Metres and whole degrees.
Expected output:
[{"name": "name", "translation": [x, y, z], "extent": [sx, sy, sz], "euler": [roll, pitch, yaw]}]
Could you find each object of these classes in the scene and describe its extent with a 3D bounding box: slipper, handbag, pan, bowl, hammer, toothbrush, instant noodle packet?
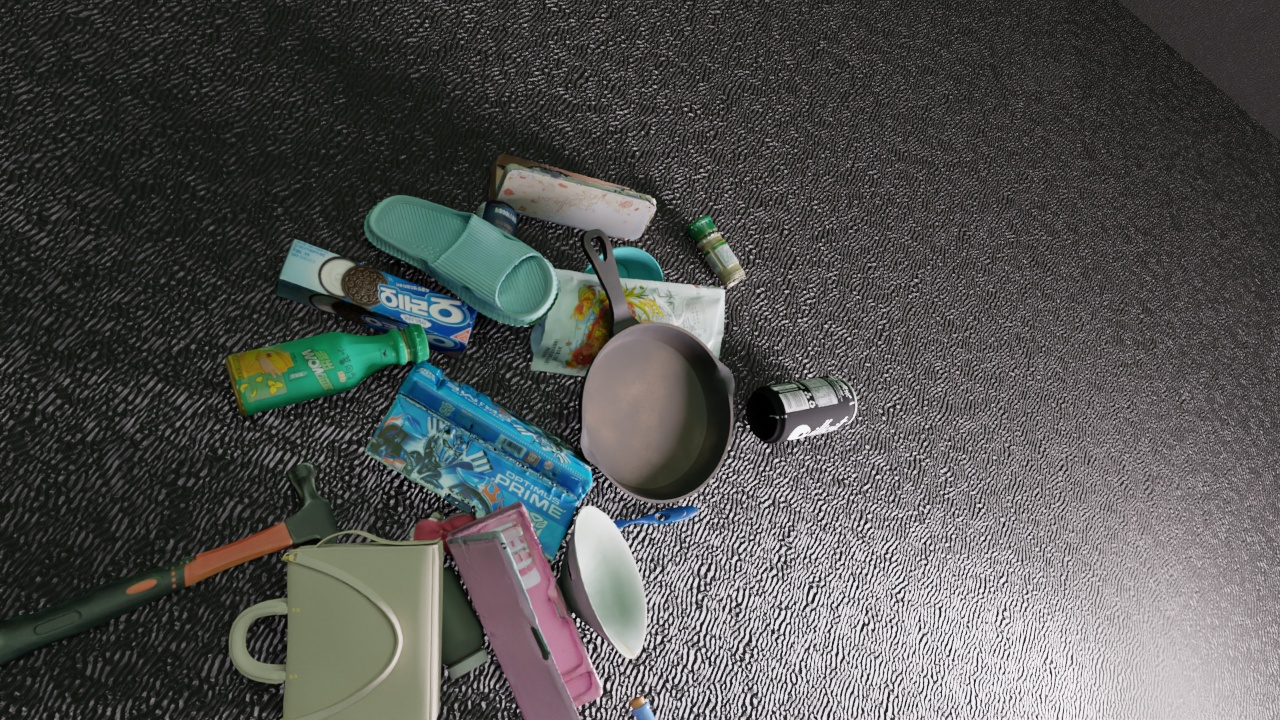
[{"name": "slipper", "translation": [-0.218, -0.137, 1.107], "extent": [0.276, 0.070, 0.115], "euler": [27, 58, 13]}, {"name": "handbag", "translation": [-0.296, 0.265, 0.893], "extent": [0.198, 0.101, 0.194], "euler": [0, 83, -7]}, {"name": "pan", "translation": [-0.007, 0.007, 1.164], "extent": [0.248, 0.043, 0.356], "euler": [-25, 97, -32]}, {"name": "bowl", "translation": [-0.033, -0.102, 1.239], "extent": [0.121, 0.121, 0.046], "euler": [8, 21, -25]}, {"name": "hammer", "translation": [-0.460, 0.214, 0.891], "extent": [0.332, 0.033, 0.133], "euler": [-19, 78, -32]}, {"name": "bowl", "translation": [-0.059, 0.260, 1.052], "extent": [0.174, 0.068, 0.173], "euler": [58, 19, -33]}, {"name": "toothbrush", "translation": [0.017, 0.200, 1.160], "extent": [0.132, 0.016, 0.021], "euler": [-4, 70, -32]}, {"name": "instant noodle packet", "translation": [-0.009, -0.039, 1.213], "extent": [0.268, 0.057, 0.147], "euler": [6, 96, -24]}]

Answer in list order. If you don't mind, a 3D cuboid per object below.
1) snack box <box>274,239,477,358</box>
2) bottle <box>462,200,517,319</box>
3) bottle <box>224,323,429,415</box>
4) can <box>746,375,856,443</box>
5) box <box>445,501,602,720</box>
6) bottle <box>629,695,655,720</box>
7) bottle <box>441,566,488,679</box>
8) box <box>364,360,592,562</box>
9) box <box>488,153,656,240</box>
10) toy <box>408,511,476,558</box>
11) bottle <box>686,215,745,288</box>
[{"name": "snack box", "translation": [-0.310, -0.070, 1.085], "extent": [0.226, 0.059, 0.059], "euler": [21, 62, -19]}, {"name": "bottle", "translation": [-0.195, -0.130, 1.175], "extent": [0.056, 0.056, 0.160], "euler": [18, 61, -20]}, {"name": "bottle", "translation": [-0.340, 0.003, 1.011], "extent": [0.209, 0.068, 0.068], "euler": [-15, 75, -24]}, {"name": "can", "translation": [0.227, 0.068, 1.292], "extent": [0.145, 0.080, 0.080], "euler": [-8, 71, -31]}, {"name": "box", "translation": [-0.118, 0.275, 0.952], "extent": [0.099, 0.099, 0.232], "euler": [-22, 97, -11]}, {"name": "bottle", "translation": [0.024, 0.440, 1.029], "extent": [0.048, 0.048, 0.131], "euler": [-21, 78, -34]}, {"name": "bottle", "translation": [-0.205, 0.279, 0.975], "extent": [0.060, 0.060, 0.108], "euler": [-23, 79, -34]}, {"name": "box", "translation": [-0.169, 0.098, 1.042], "extent": [0.243, 0.064, 0.174], "euler": [32, 29, -11]}, {"name": "box", "translation": [-0.097, -0.231, 1.267], "extent": [0.216, 0.095, 0.107], "euler": [11, 37, -23]}, {"name": "toy", "translation": [-0.209, 0.189, 1.023], "extent": [0.102, 0.066, 0.050], "euler": [2, 34, -24]}, {"name": "bottle", "translation": [0.113, -0.162, 1.364], "extent": [0.042, 0.043, 0.110], "euler": [-29, 83, -35]}]
